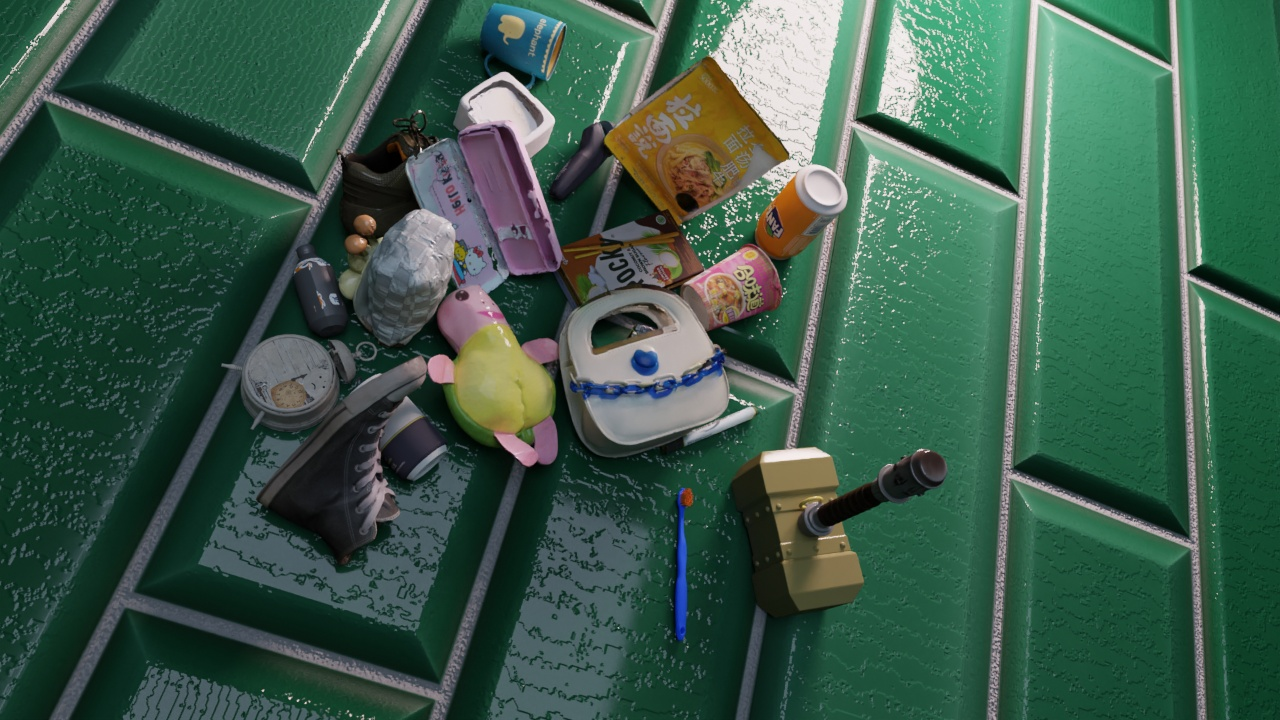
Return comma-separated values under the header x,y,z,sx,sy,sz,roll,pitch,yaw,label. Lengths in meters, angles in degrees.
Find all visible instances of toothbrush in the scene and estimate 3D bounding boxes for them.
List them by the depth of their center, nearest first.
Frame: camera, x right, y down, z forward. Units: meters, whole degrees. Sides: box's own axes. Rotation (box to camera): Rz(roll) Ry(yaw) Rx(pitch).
x,y,z,sx,sy,sz,roll,pitch,yaw,label
0.051,0.240,1.094,0.016,0.018,0.182,23,59,-38,toothbrush

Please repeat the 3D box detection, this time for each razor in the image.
x,y,z,sx,sy,sz,roll,pitch,yaw,label
-0.080,-0.273,1.255,0.052,0.047,0.142,49,61,-24,razor

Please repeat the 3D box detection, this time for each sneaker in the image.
x,y,z,sx,sy,sz,roll,pitch,yaw,label
-0.277,0.100,0.945,0.120,0.095,0.235,43,97,-5,sneaker
-0.261,-0.251,1.111,0.237,0.143,0.101,-24,43,-23,sneaker

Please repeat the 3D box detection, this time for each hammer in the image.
x,y,z,sx,sy,sz,roll,pitch,yaw,label
0.227,0.163,1.015,0.100,0.326,0.190,-3,69,-21,hammer

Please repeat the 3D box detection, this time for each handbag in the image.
x,y,z,sx,sy,sz,roll,pitch,yaw,label
-0.275,-0.105,1.035,0.123,0.172,0.112,31,61,-5,handbag
0.001,0.003,1.107,0.200,0.093,0.199,-18,82,-22,handbag

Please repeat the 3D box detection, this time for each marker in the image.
x,y,z,sx,sy,sz,roll,pitch,yaw,label
0.089,0.089,1.174,0.146,0.017,0.017,-19,76,-27,marker

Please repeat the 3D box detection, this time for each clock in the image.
x,y,z,sx,sy,sz,roll,pitch,yaw,label
-0.367,0.012,1.014,0.156,0.061,0.103,-24,78,-25,clock

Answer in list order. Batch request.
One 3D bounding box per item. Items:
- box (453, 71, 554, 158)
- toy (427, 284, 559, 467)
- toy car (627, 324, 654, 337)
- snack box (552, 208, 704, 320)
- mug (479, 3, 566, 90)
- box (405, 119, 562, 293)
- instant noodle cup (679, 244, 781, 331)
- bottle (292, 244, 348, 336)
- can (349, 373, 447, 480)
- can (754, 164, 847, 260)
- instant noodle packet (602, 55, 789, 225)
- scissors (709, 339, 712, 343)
x,y,z,sx,sy,sz,roll,pitch,yaw,label
-0.181,-0.322,1.220,0.107,0.076,0.102,44,59,4,box
-0.170,0.018,1.067,0.189,0.088,0.238,-17,73,-43,toy
-0.007,0.007,1.165,0.048,0.033,0.105,26,74,-16,toy car
-0.018,-0.126,1.218,0.185,0.032,0.101,-24,78,-27,snack box
-0.171,-0.433,1.275,0.104,0.084,0.112,21,91,-4,mug
-0.185,-0.181,1.106,0.150,0.202,0.073,-20,35,-4,box
0.116,-0.090,1.223,0.108,0.098,0.097,-26,78,-19,instant noodle cup
-0.373,-0.083,1.062,0.047,0.047,0.112,-16,74,-25,bottle
-0.276,0.070,1.021,0.127,0.064,0.064,47,61,4,can
0.220,-0.202,1.274,0.079,0.143,0.079,8,65,-17,can
0.074,-0.286,1.194,0.163,0.222,0.084,49,60,-15,instant noodle packet
0.032,0.023,1.185,0.078,0.033,0.175,38,57,-5,scissors
